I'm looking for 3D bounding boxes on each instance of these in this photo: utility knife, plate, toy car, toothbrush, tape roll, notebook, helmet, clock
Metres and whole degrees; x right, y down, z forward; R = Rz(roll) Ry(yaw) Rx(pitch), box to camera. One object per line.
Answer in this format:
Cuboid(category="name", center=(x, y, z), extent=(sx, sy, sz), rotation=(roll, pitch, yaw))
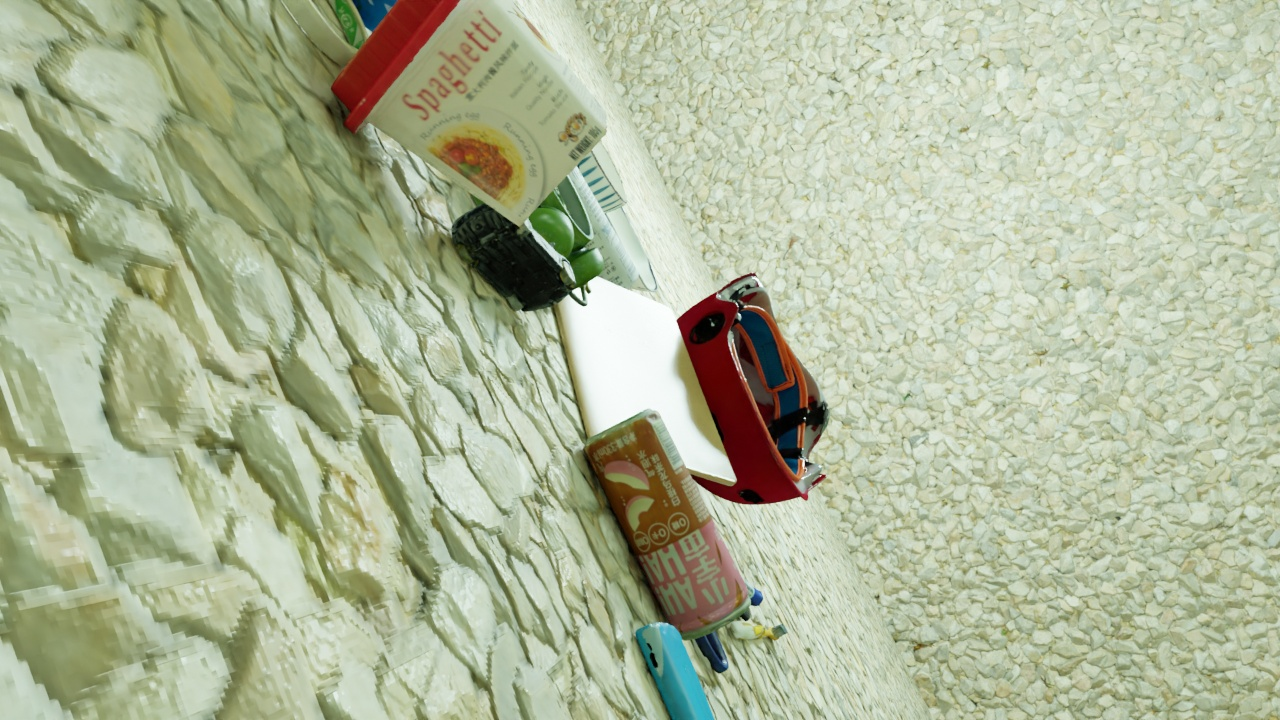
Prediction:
Cuboid(category="utility knife", center=(0.044, 0.239, 0.522), extent=(0.034, 0.018, 0.187), rotation=(10, 53, -63))
Cuboid(category="plate", center=(-0.055, -0.195, 1.121), extent=(0.265, 0.034, 0.162), rotation=(62, 10, -3))
Cuboid(category="toy car", center=(-0.082, -0.069, 0.603), extent=(0.105, 0.049, 0.031), rotation=(49, 21, -55))
Cuboid(category="toothbrush", center=(0.111, 0.248, 0.843), extent=(0.016, 0.018, 0.191), rotation=(65, 10, 24))
Cuboid(category="tape roll", center=(-0.189, -0.213, 0.536), extent=(0.086, 0.014, 0.085), rotation=(59, 10, -18))
Cuboid(category="notebook", center=(-0.004, 0.004, 0.751), extent=(0.147, 0.008, 0.207), rotation=(21, 35, -35))
Cuboid(category="helmet", center=(0.083, 0.047, 0.894), extent=(0.207, 0.144, 0.239), rotation=(58, 25, -21))
Cuboid(category="clock", center=(-0.079, -0.111, 0.711), extent=(0.161, 0.056, 0.116), rotation=(67, 12, 19))

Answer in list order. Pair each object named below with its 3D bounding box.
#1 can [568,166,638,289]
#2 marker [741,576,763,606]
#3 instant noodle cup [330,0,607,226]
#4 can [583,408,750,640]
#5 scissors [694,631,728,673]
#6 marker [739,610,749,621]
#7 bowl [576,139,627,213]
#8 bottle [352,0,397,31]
Cuboid(category="can", center=(-0.060, -0.122, 0.833), extent=(0.147, 0.058, 0.058), rotation=(58, 11, -23))
Cuboid(category="marker", center=(0.085, 0.201, 0.841), extent=(0.146, 0.017, 0.017), rotation=(49, 17, -54))
Cuboid(category="instant noodle cup", center=(-0.089, -0.152, 0.524), extent=(0.124, 0.116, 0.116), rotation=(41, 17, -19))
Cuboid(category="can", center=(0.017, 0.108, 0.615), extent=(0.147, 0.058, 0.058), rotation=(63, 10, 3))
Cuboid(category="scissors", center=(0.027, 0.156, 0.678), extent=(0.163, 0.012, 0.160), rotation=(50, 15, -47))
Cuboid(category="marker", center=(0.074, 0.201, 0.787), extent=(0.124, 0.015, 0.018), rotation=(53, 11, -51))
Cuboid(category="bowl", center=(-0.069, -0.205, 0.984), extent=(0.116, 0.066, 0.116), rotation=(59, 12, -20))
Cuboid(category="bottle", center=(-0.182, -0.273, 0.588), extent=(0.219, 0.065, 0.065), rotation=(61, 10, -16))
